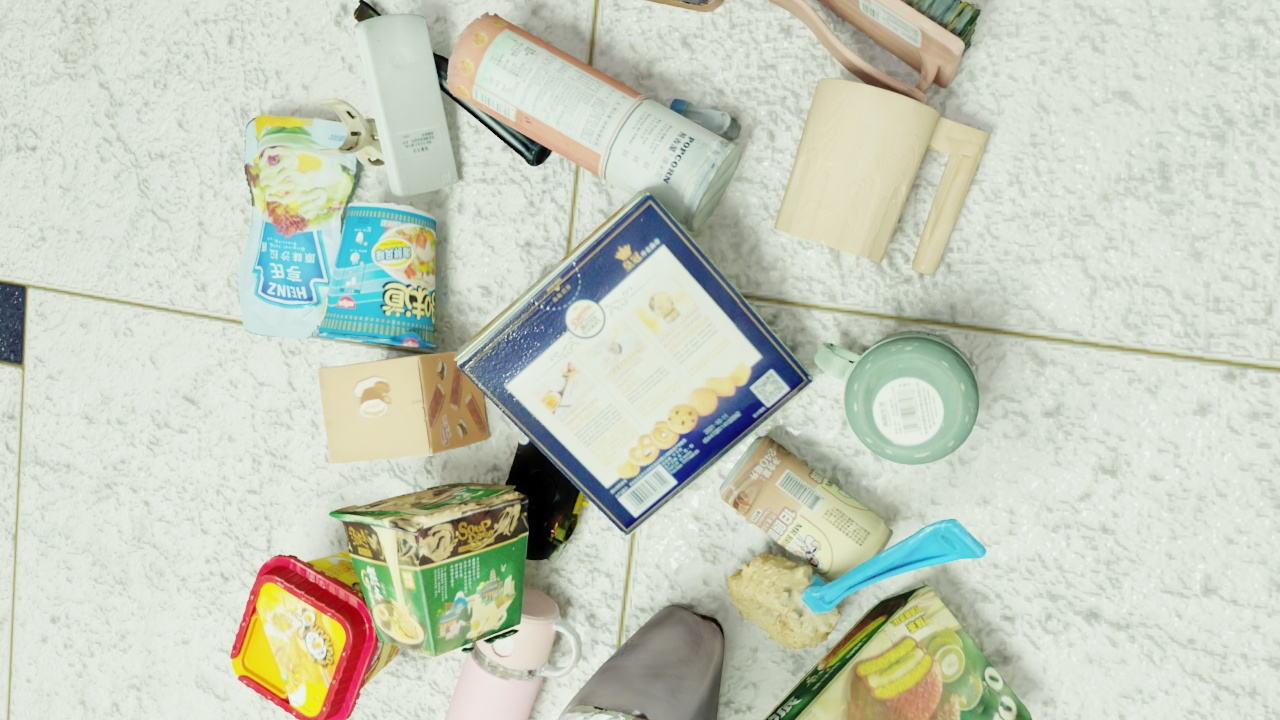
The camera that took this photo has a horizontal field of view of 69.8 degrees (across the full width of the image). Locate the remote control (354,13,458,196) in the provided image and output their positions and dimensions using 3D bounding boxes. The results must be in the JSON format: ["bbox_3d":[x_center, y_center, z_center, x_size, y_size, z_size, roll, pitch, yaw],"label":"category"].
[{"bbox_3d":[-0.182,-0.200,0.720,0.019,0.056,0.135,14,120,48],"label":"remote control"}]

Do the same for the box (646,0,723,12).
[{"bbox_3d":[-0.017,-0.344,0.659,0.182,0.158,0.148,17,64,20],"label":"box"}]

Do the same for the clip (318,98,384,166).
[{"bbox_3d":[-0.218,-0.187,0.727,0.034,0.103,0.076,4,84,20],"label":"clip"}]

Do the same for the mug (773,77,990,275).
[{"bbox_3d":[0.162,-0.122,0.624,0.124,0.084,0.103,16,101,-10],"label":"mug"}]

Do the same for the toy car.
[{"bbox_3d":[-0.070,0.083,0.729,0.071,0.041,0.156,21,101,16],"label":"toy car"}]

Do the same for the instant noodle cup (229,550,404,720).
[{"bbox_3d":[-0.248,0.216,0.756,0.116,0.123,0.116,25,102,16],"label":"instant noodle cup"}]

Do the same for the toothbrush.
[{"bbox_3d":[-0.156,-0.228,0.742,0.212,0.026,0.027,40,107,12],"label":"toothbrush"}]

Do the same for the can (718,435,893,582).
[{"bbox_3d":[0.117,0.109,0.660,0.116,0.058,0.058,36,104,12],"label":"can"}]

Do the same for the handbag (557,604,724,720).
[{"bbox_3d":[-0.004,0.267,0.640,0.098,0.196,0.145,18,99,16],"label":"handbag"}]

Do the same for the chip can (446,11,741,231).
[{"bbox_3d":[-0.036,-0.177,0.673,0.215,0.071,0.071,31,103,9],"label":"chip can"}]

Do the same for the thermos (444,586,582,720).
[{"bbox_3d":[-0.113,0.286,0.748,0.087,0.067,0.199,23,100,11],"label":"thermos"}]

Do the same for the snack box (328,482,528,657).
[{"bbox_3d":[-0.151,0.155,0.686,0.118,0.118,0.105,-4,92,45],"label":"snack box"}]

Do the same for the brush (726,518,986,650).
[{"bbox_3d":[0.131,0.141,0.589,0.083,0.045,0.255,46,148,3],"label":"brush"}]

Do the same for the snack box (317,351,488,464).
[{"bbox_3d":[-0.188,0.035,0.737,0.093,0.094,0.077,-6,92,19],"label":"snack box"}]

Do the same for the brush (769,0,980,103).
[{"bbox_3d":[0.152,-0.236,0.619,0.145,0.063,0.073,39,94,12],"label":"brush"}]

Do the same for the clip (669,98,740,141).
[{"bbox_3d":[0.047,-0.179,0.685,0.056,0.027,0.024,19,98,26],"label":"clip"}]

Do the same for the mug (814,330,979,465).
[{"bbox_3d":[0.168,0.017,0.611,0.112,0.106,0.082,26,103,15],"label":"mug"}]

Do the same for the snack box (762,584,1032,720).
[{"bbox_3d":[0.137,0.260,0.582,0.114,0.239,0.063,52,146,7],"label":"snack box"}]

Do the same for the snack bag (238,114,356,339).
[{"bbox_3d":[-0.297,-0.112,0.793,0.110,0.038,0.191,7,97,7],"label":"snack bag"}]

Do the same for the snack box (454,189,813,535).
[{"bbox_3d":[-0.004,0.004,0.655,0.178,0.045,0.182,-40,104,9],"label":"snack box"}]

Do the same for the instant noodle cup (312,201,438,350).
[{"bbox_3d":[-0.206,-0.067,0.741,0.099,0.099,0.110,6,87,18],"label":"instant noodle cup"}]
